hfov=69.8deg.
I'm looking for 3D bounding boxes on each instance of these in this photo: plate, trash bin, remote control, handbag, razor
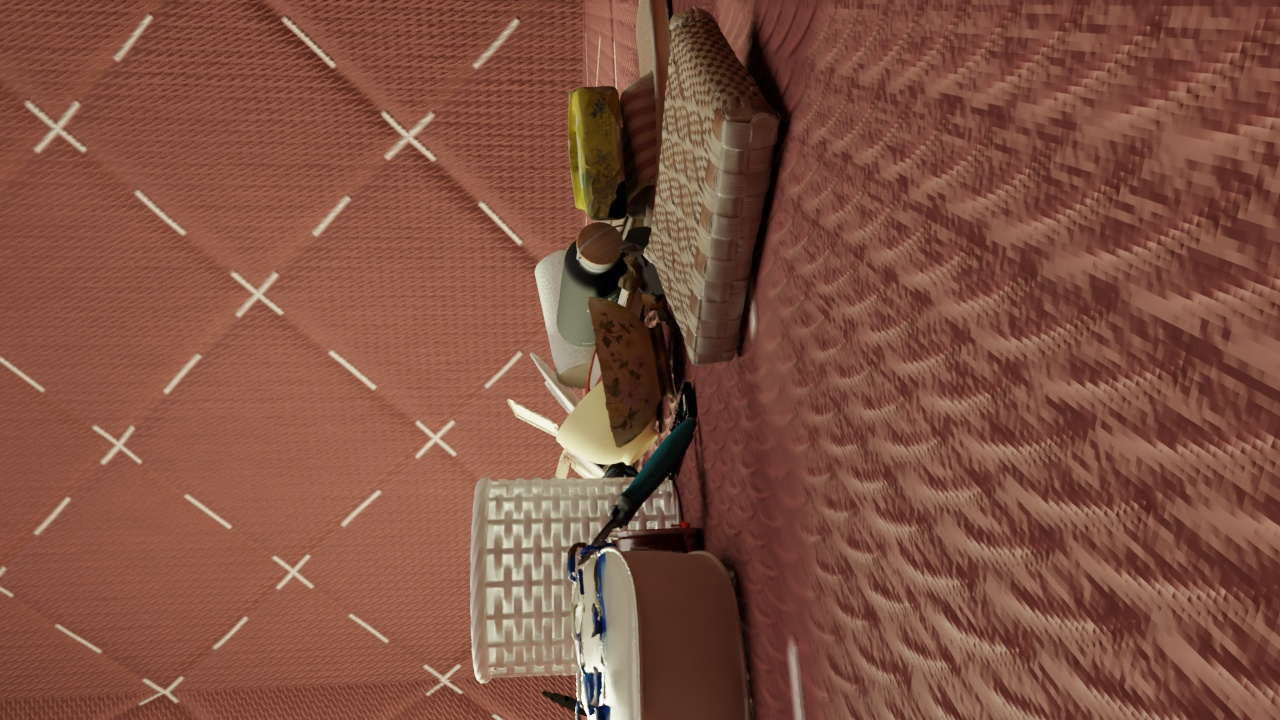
[{"bbox_3d":[-0.022,-0.049,1.061,0.230,0.021,0.230,-164,91,-82],"label":"plate"},{"bbox_3d":[-0.068,-0.054,1.240,0.133,0.133,0.161,104,159,-68],"label":"trash bin"},{"bbox_3d":[0.034,0.065,0.807,0.140,0.009,0.030,100,168,-60],"label":"remote control"},{"bbox_3d":[0.042,-0.102,0.557,0.186,0.047,0.124,95,163,-46],"label":"handbag"},{"bbox_3d":[-0.018,0.165,1.106,0.140,0.053,0.064,-123,25,-76],"label":"razor"},{"bbox_3d":[-0.085,0.071,1.268,0.208,0.015,0.208,48,179,1],"label":"plate"},{"bbox_3d":[-0.013,0.225,0.628,0.200,0.093,0.200,136,133,-57],"label":"handbag"}]

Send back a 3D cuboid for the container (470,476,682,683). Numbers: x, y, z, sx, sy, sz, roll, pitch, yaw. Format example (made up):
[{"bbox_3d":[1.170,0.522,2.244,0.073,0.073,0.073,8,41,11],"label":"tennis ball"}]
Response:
[{"bbox_3d":[-0.061,0.205,0.878,0.189,0.186,0.189,178,92,-84],"label":"container"}]

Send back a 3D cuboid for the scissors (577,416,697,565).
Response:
[{"bbox_3d":[-0.001,0.104,0.720,0.136,0.019,0.139,-59,-14,10],"label":"scissors"}]

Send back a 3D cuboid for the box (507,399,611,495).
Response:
[{"bbox_3d":[-0.115,0.140,1.249,0.098,0.184,0.144,-49,-22,-16],"label":"box"}]

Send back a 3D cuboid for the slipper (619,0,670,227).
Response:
[{"bbox_3d":[0.002,-0.233,0.881,0.115,0.052,0.262,127,143,-78],"label":"slipper"}]

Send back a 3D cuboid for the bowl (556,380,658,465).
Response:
[{"bbox_3d":[-0.022,0.071,0.989,0.074,0.117,0.118,44,160,12],"label":"bowl"}]

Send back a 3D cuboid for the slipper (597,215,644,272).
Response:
[{"bbox_3d":[-0.028,-0.148,1.053,0.272,0.054,0.114,-115,48,-79],"label":"slipper"}]

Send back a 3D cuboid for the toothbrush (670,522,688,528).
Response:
[{"bbox_3d":[0.036,0.243,0.770,0.012,0.018,0.212,117,152,-78],"label":"toothbrush"}]

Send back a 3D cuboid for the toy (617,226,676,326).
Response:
[{"bbox_3d":[0.011,-0.070,0.817,0.076,0.062,0.100,48,161,49],"label":"toy"}]

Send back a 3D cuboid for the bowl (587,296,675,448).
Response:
[{"bbox_3d":[-0.005,0.005,0.852,0.145,0.063,0.145,96,163,-90],"label":"bowl"}]

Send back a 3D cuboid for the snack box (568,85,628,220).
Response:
[{"bbox_3d":[-0.045,-0.200,0.880,0.180,0.045,0.121,-113,19,-74],"label":"snack box"}]

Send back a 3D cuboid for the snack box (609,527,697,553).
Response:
[{"bbox_3d":[0.013,0.196,0.734,0.072,0.072,0.121,117,151,-77],"label":"snack box"}]

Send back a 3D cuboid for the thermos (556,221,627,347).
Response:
[{"bbox_3d":[-0.048,-0.078,0.916,0.232,0.061,0.061,113,155,-71],"label":"thermos"}]

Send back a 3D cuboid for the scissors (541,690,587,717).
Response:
[{"bbox_3d":[-0.007,0.291,0.747,0.013,0.170,0.157,-21,109,50],"label":"scissors"}]
